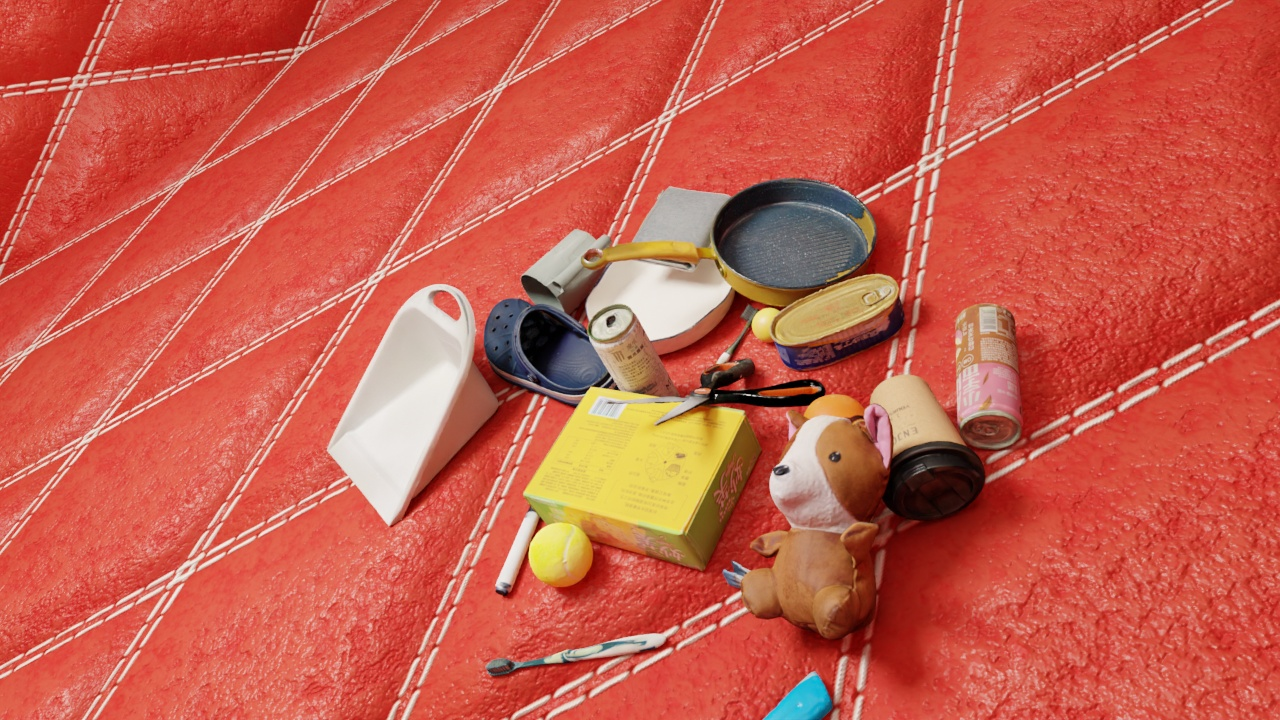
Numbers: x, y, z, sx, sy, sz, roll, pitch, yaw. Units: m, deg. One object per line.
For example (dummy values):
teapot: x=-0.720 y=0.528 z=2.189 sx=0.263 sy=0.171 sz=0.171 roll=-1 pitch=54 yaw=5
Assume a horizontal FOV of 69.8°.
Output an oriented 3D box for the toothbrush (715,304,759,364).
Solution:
toothbrush: x=0.092 y=0.003 z=1.080 sx=0.185 sy=0.017 sz=0.012 roll=-55 pitch=7 yaw=-26

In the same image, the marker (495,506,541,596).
marker: x=-0.128 y=0.199 z=1.010 sx=0.023 sy=0.018 sz=0.130 roll=3 pitch=50 yaw=20

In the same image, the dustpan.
dustpan: x=-0.303 y=0.035 z=1.184 sx=0.257 sy=0.143 sz=0.223 roll=-42 pitch=42 yaw=-16

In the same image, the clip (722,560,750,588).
clip: x=0.106 y=0.207 z=0.861 sx=0.058 sy=0.025 sz=0.036 roll=17 pitch=51 yaw=40

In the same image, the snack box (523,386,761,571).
snack box: x=0.002 y=0.119 z=0.975 sx=0.210 sy=0.070 sz=0.157 roll=8 pitch=53 yaw=35

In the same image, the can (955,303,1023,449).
can: x=0.339 y=0.013 z=0.896 sx=0.058 sy=0.058 sz=0.147 roll=-6 pitch=46 yaw=25

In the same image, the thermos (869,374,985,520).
thermos: x=0.259 y=0.079 z=0.857 sx=0.093 sy=0.093 sz=0.143 roll=-18 pitch=35 yaw=13

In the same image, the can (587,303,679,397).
can: x=-0.006 y=0.006 z=1.034 sx=0.058 sy=0.147 sz=0.058 roll=-16 pitch=42 yaw=15

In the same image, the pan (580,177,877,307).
pan: x=0.107 y=-0.137 z=1.098 sx=0.357 sy=0.078 sz=0.197 roll=-15 pitch=49 yaw=-5

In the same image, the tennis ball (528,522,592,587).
tennis ball: x=-0.082 y=0.200 z=0.945 sx=0.065 sy=0.065 sz=0.065 roll=-16 pitch=43 yaw=15

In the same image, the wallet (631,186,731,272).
wallet: x=0.050 y=-0.171 z=1.198 sx=0.107 sy=0.037 sz=0.129 roll=13 pitch=55 yaw=26

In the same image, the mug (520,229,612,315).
mug: x=-0.093 y=-0.121 z=1.246 sx=0.103 sy=0.083 sz=0.124 roll=-46 pitch=11 yaw=-22

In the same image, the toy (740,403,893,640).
toy: x=0.153 y=0.134 z=0.796 sx=0.140 sy=0.130 sz=0.199 roll=0 pitch=69 yaw=48

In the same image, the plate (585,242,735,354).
plate: x=0.031 y=-0.083 z=1.182 sx=0.205 sy=0.045 sz=0.204 roll=-17 pitch=41 yaw=15

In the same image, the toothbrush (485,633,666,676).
toothbrush: x=-0.066 y=0.284 z=0.888 sx=0.192 sy=0.018 sz=0.016 roll=-15 pitch=42 yaw=16

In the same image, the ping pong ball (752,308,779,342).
ping pong ball: x=0.151 y=-0.041 z=1.072 sx=0.040 sy=0.040 sz=0.040 roll=-16 pitch=43 yaw=15

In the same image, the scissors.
scissors: x=0.085 y=0.031 z=0.966 sx=0.233 sy=0.022 sz=0.220 roll=1 pitch=15 yaw=13

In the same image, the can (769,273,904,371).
can: x=0.221 y=-0.042 z=1.026 sx=0.148 sy=0.049 sz=0.074 roll=-23 pitch=41 yaw=8

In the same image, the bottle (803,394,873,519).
bottle: x=0.196 y=0.106 z=0.887 sx=0.067 sy=0.067 sz=0.149 roll=-15 pitch=50 yaw=17

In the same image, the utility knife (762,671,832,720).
utility knife: x=0.072 y=0.341 z=0.749 sx=0.223 sy=0.018 sz=0.034 roll=-39 pitch=43 yaw=-12

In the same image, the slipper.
slipper: x=-0.128 y=-0.018 z=1.173 sx=0.105 sy=0.095 sz=0.253 roll=-43 pitch=46 yaw=-19
